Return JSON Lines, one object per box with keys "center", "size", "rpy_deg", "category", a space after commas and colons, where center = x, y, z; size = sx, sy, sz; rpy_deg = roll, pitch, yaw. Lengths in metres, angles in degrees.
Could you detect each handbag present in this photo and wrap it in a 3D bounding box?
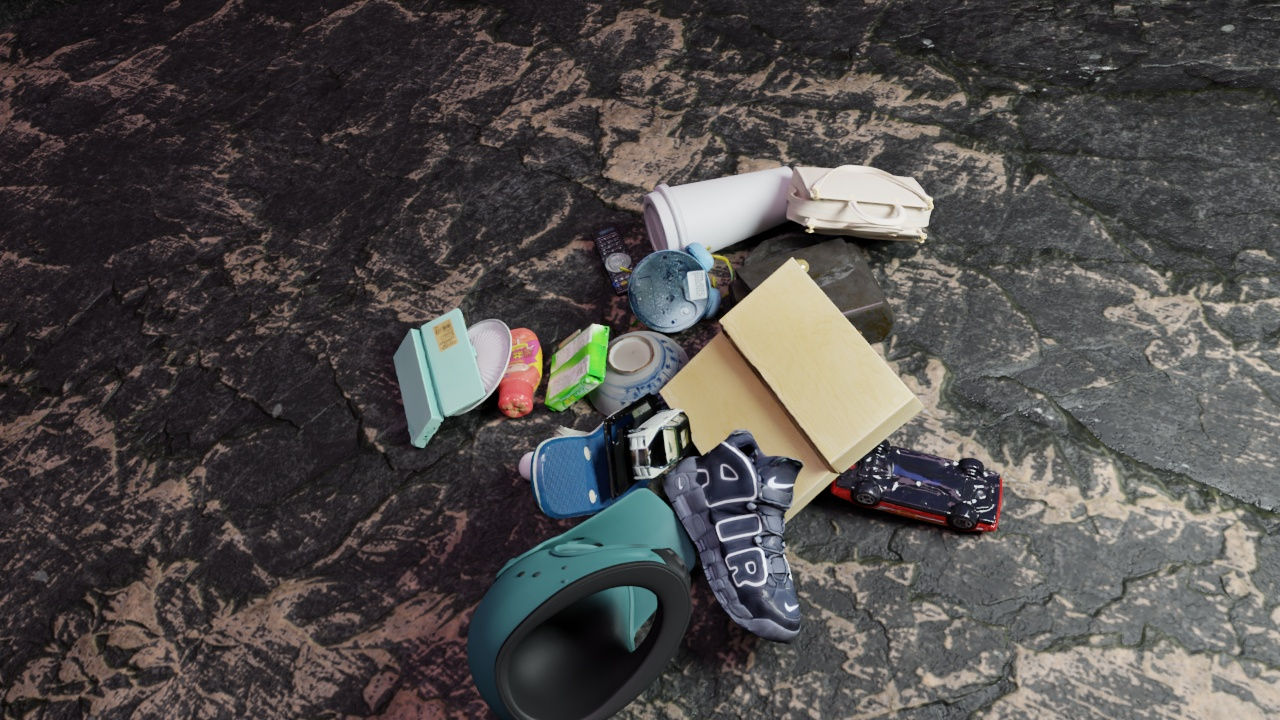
{"center": [0.306, -0.208, 1.270], "size": [0.194, 0.101, 0.197], "rpy_deg": [5, 21, -2], "category": "handbag"}
{"center": [0.222, -0.105, 1.271], "size": [0.197, 0.102, 0.199], "rpy_deg": [-17, 49, 1], "category": "handbag"}

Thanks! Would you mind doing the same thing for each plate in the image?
{"center": [-0.241, 0.011, 1.324], "size": [0.157, 0.014, 0.156], "rpy_deg": [-23, 49, 29], "category": "plate"}

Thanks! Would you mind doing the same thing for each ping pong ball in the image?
{"center": [-0.140, 0.140, 1.209], "size": [0.040, 0.040, 0.040], "rpy_deg": [-7, 50, 9], "category": "ping pong ball"}

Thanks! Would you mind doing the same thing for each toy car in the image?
{"center": [0.019, 0.095, 1.099], "size": [0.071, 0.094, 0.191], "rpy_deg": [-7, 5, 19], "category": "toy car"}
{"center": [0.322, 0.146, 1.072], "size": [0.189, 0.056, 0.081], "rpy_deg": [11, 56, 16], "category": "toy car"}

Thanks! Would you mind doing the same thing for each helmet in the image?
{"center": [-0.057, 0.267, 0.985], "size": [0.274, 0.176, 0.200], "rpy_deg": [-37, 10, -6], "category": "helmet"}

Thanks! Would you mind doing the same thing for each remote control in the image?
{"center": [-0.037, -0.158, 1.440], "size": [0.045, 0.021, 0.140], "rpy_deg": [-22, 54, -2], "category": "remote control"}

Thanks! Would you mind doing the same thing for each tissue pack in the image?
{"center": [-0.089, 0.009, 1.276], "size": [0.114, 0.034, 0.099], "rpy_deg": [-36, 37, 39], "category": "tissue pack"}

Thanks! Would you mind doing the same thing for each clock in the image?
{"center": [0.056, -0.105, 1.311], "size": [0.162, 0.118, 0.060], "rpy_deg": [-10, 14, -2], "category": "clock"}

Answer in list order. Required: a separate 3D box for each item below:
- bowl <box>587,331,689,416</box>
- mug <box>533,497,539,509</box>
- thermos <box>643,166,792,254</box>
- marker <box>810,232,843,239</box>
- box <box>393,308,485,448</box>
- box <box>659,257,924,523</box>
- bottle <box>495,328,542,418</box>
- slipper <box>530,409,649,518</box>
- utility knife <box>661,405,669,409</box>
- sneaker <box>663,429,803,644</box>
{"center": [-0.008, 0.008, 1.272], "size": [0.151, 0.057, 0.150], "rpy_deg": [-7, 50, 9], "category": "bowl"}
{"center": [-0.094, 0.142, 1.164], "size": [0.113, 0.088, 0.087], "rpy_deg": [-42, 53, -19], "category": "mug"}
{"center": [0.127, -0.225, 1.391], "size": [0.221, 0.132, 0.131], "rpy_deg": [-18, 49, -10], "category": "thermos"}
{"center": [0.257, -0.184, 1.386], "size": [0.134, 0.015, 0.018], "rpy_deg": [-15, 21, 2], "category": "marker"}
{"center": [-0.296, 0.019, 1.324], "size": [0.139, 0.052, 0.186], "rpy_deg": [-42, 47, 17], "category": "box"}
{"center": [0.171, 0.044, 1.122], "size": [0.254, 0.068, 0.246], "rpy_deg": [-47, 52, 19], "category": "box"}
{"center": [-0.177, 0.019, 1.313], "size": [0.071, 0.048, 0.134], "rpy_deg": [-12, 50, 9], "category": "bottle"}
{"center": [-0.062, 0.127, 1.082], "size": [0.060, 0.294, 0.118], "rpy_deg": [-14, 87, 24], "category": "slipper"}
{"center": [0.030, 0.077, 1.231], "size": [0.172, 0.020, 0.029], "rpy_deg": [-31, 52, -12], "category": "utility knife"}
{"center": [0.137, 0.178, 1.021], "size": [0.151, 0.097, 0.252], "rpy_deg": [-49, 48, 23], "category": "sneaker"}
